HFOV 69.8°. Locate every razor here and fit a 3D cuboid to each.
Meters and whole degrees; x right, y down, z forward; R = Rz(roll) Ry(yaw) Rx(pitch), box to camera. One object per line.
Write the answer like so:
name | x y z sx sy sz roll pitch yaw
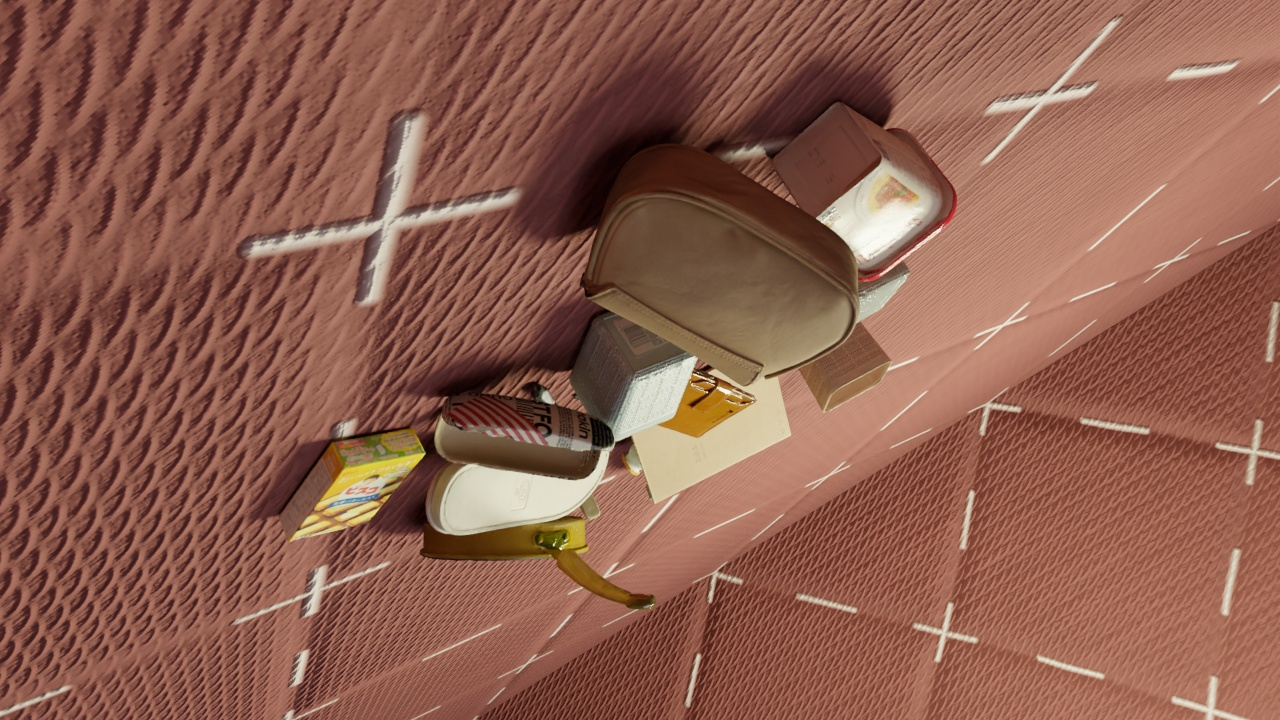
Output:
razor | -0.079 0.066 0.967 0.042 0.022 0.143 -61 147 -24

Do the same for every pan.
pan | -0.108 0.220 1.029 0.197 0.078 0.358 4 172 -41

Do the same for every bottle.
bottle | 0.027 0.110 1.219 0.108 0.063 0.063 -36 159 15

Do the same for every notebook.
notebook | 0.091 0.081 1.179 0.211 0.012 0.149 -25 119 -13

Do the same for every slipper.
slipper | -0.131 0.124 0.995 0.273 0.054 0.114 -9 114 -54

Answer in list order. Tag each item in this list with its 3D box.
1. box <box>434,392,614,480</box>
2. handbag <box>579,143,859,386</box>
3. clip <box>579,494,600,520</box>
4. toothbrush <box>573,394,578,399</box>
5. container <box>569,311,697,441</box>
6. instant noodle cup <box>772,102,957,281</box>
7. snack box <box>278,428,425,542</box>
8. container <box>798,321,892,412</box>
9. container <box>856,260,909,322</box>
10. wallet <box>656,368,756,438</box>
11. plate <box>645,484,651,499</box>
box | -0.109 0.078 0.861 0.162 0.075 0.086 8 118 -17
handbag | 0.059 -0.070 0.692 0.204 0.099 0.148 29 132 -17
clip | -0.083 0.143 1.125 0.035 0.099 0.098 -26 -171 -18
toothbrush | 0.012 0.010 1.029 0.189 0.017 0.014 -22 150 -18
container | -0.005 0.005 0.893 0.089 0.090 0.112 -21 155 -27
instant noodle cup | 0.184 -0.147 0.777 0.117 0.116 0.124 -40 146 23
snack box | -0.273 0.118 0.865 0.086 0.033 0.141 -7 148 -48
container | 0.244 -0.010 1.167 0.090 0.111 0.090 -28 160 -8
container | 0.213 -0.085 0.983 0.114 0.090 0.090 -24 160 -27
wallet | 0.063 0.045 1.084 0.119 0.035 0.130 -31 144 33
plate | 0.098 0.122 1.321 0.230 0.027 0.230 -38 174 -4
